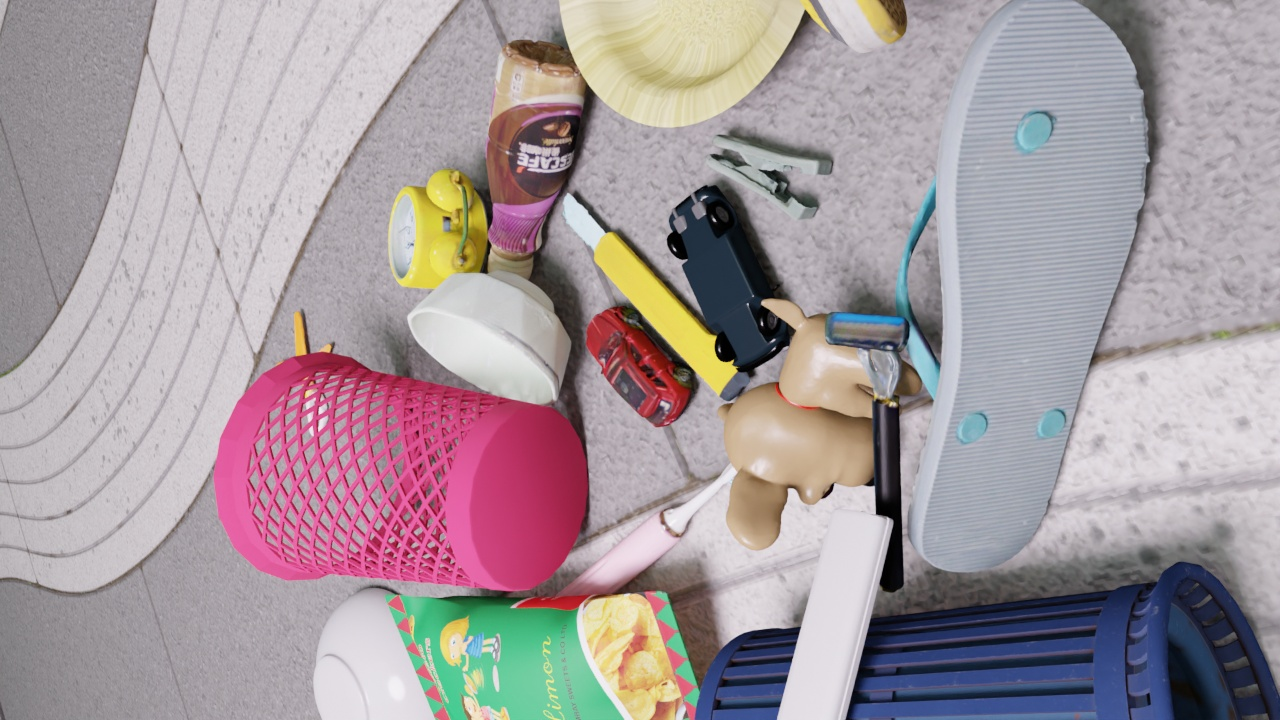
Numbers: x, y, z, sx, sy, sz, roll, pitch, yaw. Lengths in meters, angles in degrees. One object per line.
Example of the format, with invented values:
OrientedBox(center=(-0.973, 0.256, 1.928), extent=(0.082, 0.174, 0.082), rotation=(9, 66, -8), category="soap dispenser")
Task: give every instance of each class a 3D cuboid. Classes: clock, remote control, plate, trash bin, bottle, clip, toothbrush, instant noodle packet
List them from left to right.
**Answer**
OrientedBox(center=(-0.146, -0.094, 0.681), extent=(0.119, 0.057, 0.083), rotation=(-17, 75, 57), category="clock")
OrientedBox(center=(-0.079, -0.130, 0.631), extent=(0.059, 0.059, 0.166), rotation=(38, 129, 30), category="bottle")
OrientedBox(center=(-0.060, 0.250, 0.651), extent=(0.253, 0.090, 0.195), rotation=(-10, 105, 32), category="instant noodle packet")
OrientedBox(center=(0.004, 0.126, 0.627), extent=(0.026, 0.027, 0.223), rotation=(36, 128, -11), category="toothbrush")
OrientedBox(center=(0.031, -0.229, 0.530), extent=(0.185, 0.036, 0.184), rotation=(9, 103, 39), category="plate")
OrientedBox(center=(0.074, -0.116, 0.524), extent=(0.078, 0.023, 0.051), rotation=(46, 122, 23), category="clip")
OrientedBox(center=(0.086, 0.133, 0.426), extent=(0.033, 0.012, 0.130), rotation=(-1, 67, 54), category="remote control")
OrientedBox(center=(0.149, 0.185, 0.440), extent=(0.250, 0.139, 0.139), rotation=(-23, 83, 43), category="trash bin")

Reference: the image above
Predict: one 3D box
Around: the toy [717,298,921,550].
OrientedBox(center=(0.092, 0.026, 0.493), extent=(0.105, 0.134, 0.108), rotation=(21, 117, -9), category="toy")

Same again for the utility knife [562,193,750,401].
OrientedBox(center=(0.004, -0.046, 0.599), extent=(0.191, 0.017, 0.031), rotation=(47, 120, 21), category="utility knife")

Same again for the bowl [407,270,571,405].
OrientedBox(center=(-0.098, -0.023, 0.648), extent=(0.118, 0.117, 0.061), rotation=(5, 58, 40), category="bowl")

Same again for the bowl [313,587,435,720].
OrientedBox(center=(-0.256, 0.308, 0.860), extent=(0.177, 0.066, 0.177), rotation=(9, 104, 40), category="bowl")

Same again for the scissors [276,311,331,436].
OrientedBox(center=(-0.330, 0.019, 0.907), extent=(0.126, 0.011, 0.128), rotation=(-34, 77, 41), category="scissors")

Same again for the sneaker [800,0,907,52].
OrientedBox(center=(0.024, -0.221, 0.452), extent=(0.122, 0.085, 0.238), rotation=(-37, 70, 32), category="sneaker")

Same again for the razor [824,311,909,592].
OrientedBox(center=(0.117, 0.045, 0.440), extent=(0.043, 0.022, 0.144), rotation=(10, 117, 46), category="razor")

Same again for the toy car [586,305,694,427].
OrientedBox(center=(-0.004, 0.004, 0.607), extent=(0.091, 0.036, 0.042), rotation=(52, 128, 28), category="toy car")

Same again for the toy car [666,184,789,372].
OrientedBox(center=(0.052, -0.049, 0.546), extent=(0.046, 0.034, 0.112), rotation=(-33, 75, 39), category="toy car")

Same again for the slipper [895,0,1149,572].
OrientedBox(center=(0.170, -0.027, 0.428), extent=(0.054, 0.098, 0.269), rotation=(-122, 29, -65), category="slipper")

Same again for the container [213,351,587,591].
OrientedBox(center=(-0.166, 0.089, 0.683), extent=(0.226, 0.182, 0.183), rotation=(2, 100, 33), category="container")
